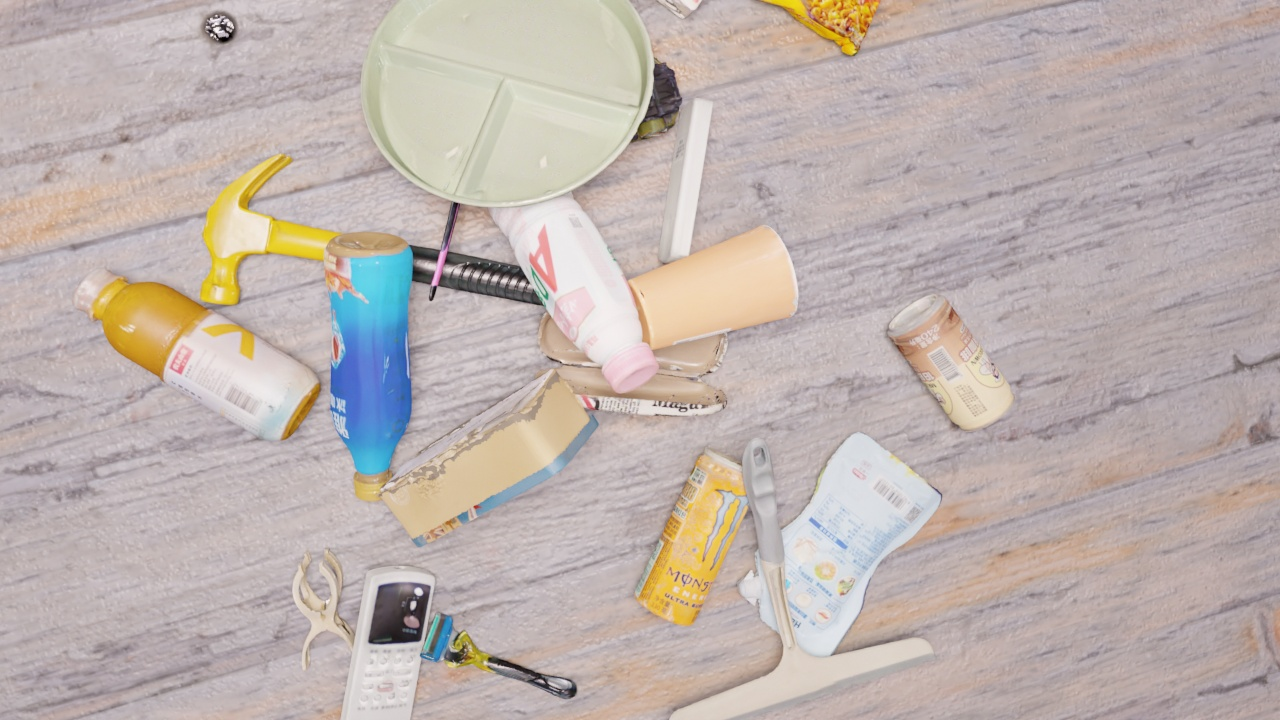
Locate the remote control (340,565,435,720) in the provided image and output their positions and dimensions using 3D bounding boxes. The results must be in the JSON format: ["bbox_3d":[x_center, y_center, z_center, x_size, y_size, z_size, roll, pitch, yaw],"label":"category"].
[{"bbox_3d":[-0.213,0.248,0.775,0.058,0.021,0.150,8,94,-33],"label":"remote control"}]

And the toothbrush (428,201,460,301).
[{"bbox_3d":[-0.150,-0.137,0.745,0.018,0.014,0.189,11,76,3],"label":"toothbrush"}]

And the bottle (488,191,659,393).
[{"bbox_3d":[-0.050,-0.065,0.718,0.068,0.068,0.197,-30,70,-5],"label":"bottle"}]

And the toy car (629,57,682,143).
[{"bbox_3d":[-0.043,-0.207,0.761,0.158,0.042,0.070,-16,95,-5],"label":"toy car"}]

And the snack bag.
[{"bbox_3d":[0.176,0.167,0.821,0.110,0.039,0.191,37,92,-11],"label":"snack bag"}]

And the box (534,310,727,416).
[{"bbox_3d":[-0.005,0.005,0.761,0.162,0.086,0.076,6,131,-13],"label":"box"}]

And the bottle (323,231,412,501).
[{"bbox_3d":[-0.214,0.011,0.729,0.065,0.065,0.219,2,111,-8],"label":"bottle"}]

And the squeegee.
[{"bbox_3d":[0.115,0.176,0.779,0.246,0.039,0.247,-15,105,-8],"label":"squeegee"}]

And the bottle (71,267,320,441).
[{"bbox_3d":[-0.349,-0.007,0.724,0.189,0.068,0.068,32,89,-8],"label":"bottle"}]

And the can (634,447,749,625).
[{"bbox_3d":[0.050,0.152,0.792,0.058,0.058,0.146,25,91,-9],"label":"can"}]

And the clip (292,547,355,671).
[{"bbox_3d":[-0.268,0.210,0.771,0.072,0.034,0.100,-8,104,-8],"label":"clip"}]

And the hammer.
[{"bbox_3d":[-0.202,-0.084,0.756,0.300,0.033,0.129,11,94,-8],"label":"hammer"}]

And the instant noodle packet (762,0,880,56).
[{"bbox_3d":[0.150,-0.336,0.777,0.128,0.044,0.110,25,87,-8],"label":"instant noodle packet"}]

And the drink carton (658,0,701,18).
[{"bbox_3d":[0.052,-0.352,0.761,0.053,0.045,0.122,32,90,-14],"label":"drink carton"}]

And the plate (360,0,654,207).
[{"bbox_3d":[-0.104,-0.220,0.723,0.230,0.027,0.230,-1,73,2],"label":"plate"}]

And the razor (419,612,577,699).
[{"bbox_3d":[-0.121,0.265,0.799,0.142,0.022,0.042,25,47,-12],"label":"razor"}]

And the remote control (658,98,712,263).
[{"bbox_3d":[0.037,-0.148,0.770,0.019,0.056,0.135,8,93,-11],"label":"remote control"}]

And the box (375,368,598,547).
[{"bbox_3d":[-0.116,0.074,0.716,0.185,0.089,0.062,-28,101,30],"label":"box"}]

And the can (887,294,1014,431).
[{"bbox_3d":[0.274,0.002,0.810,0.058,0.058,0.116,-39,98,-3],"label":"can"}]

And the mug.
[{"bbox_3d":[0.054,-0.053,0.735,0.122,0.078,0.078,-19,96,-11],"label":"mug"}]
